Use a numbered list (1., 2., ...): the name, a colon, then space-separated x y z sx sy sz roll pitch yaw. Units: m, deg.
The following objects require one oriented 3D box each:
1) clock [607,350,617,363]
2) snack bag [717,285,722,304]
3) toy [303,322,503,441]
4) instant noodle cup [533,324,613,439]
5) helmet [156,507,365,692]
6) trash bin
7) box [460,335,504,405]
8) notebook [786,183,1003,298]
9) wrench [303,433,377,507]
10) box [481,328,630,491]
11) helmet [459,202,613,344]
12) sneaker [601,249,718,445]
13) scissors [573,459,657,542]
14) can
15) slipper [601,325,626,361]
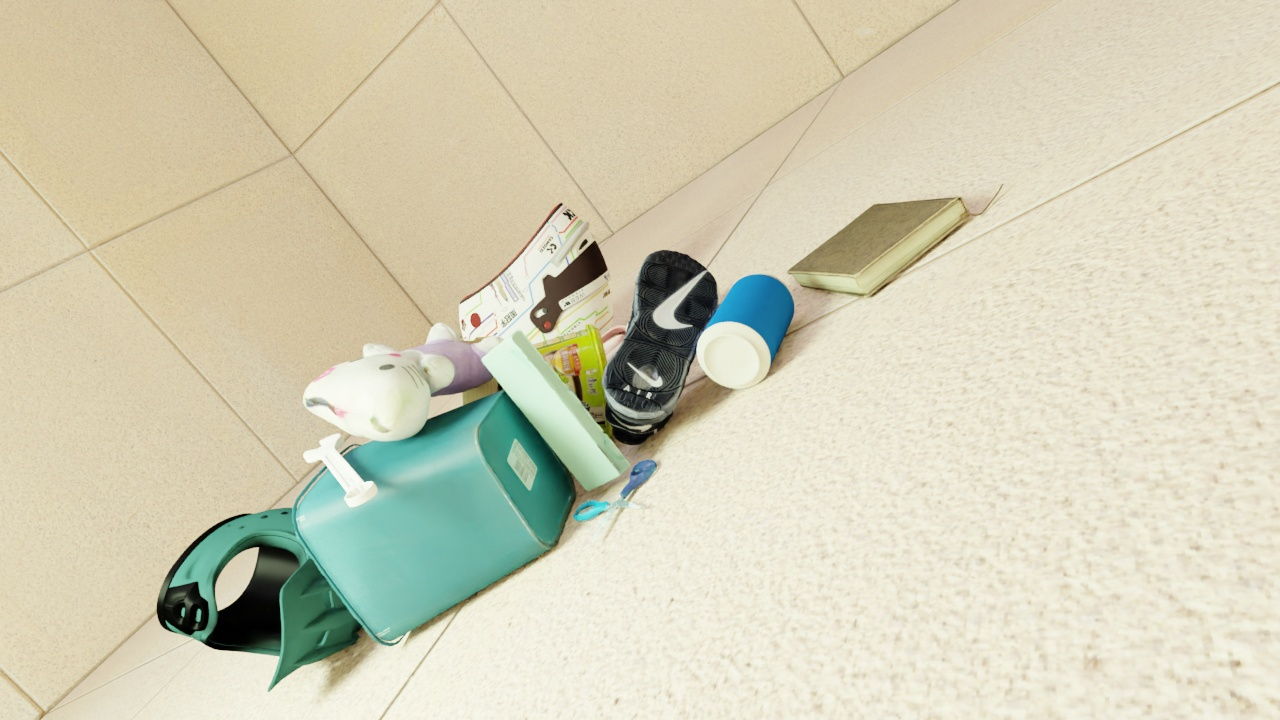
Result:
1. clock: -0.007 0.007 1.241 0.159 0.061 0.120 -39 12 -13
2. snack bag: 0.060 -0.083 1.343 0.116 0.036 0.077 -18 0 11
3. toy: -0.252 0.023 0.996 0.138 0.086 0.208 14 27 30
4. instant noodle cup: -0.089 0.034 1.127 0.098 0.146 0.146 -10 10 -7
5. helmet: -0.421 0.278 1.097 0.274 0.200 0.176 -31 -49 -80
6. trash bin: -0.208 0.156 0.995 0.219 0.199 0.196 -27 15 17
7. box: -0.184 0.061 1.202 0.092 0.128 0.249 -1 -14 -8
8. notebook: 0.281 -0.143 1.047 0.190 0.034 0.215 -37 12 -3
9. wrench: -0.312 0.111 0.951 0.047 0.009 0.274 -32 19 -21
10. box: -0.081 0.045 0.992 0.078 0.187 0.112 -36 4 25
11. helmet: -0.161 -0.087 1.603 0.315 0.236 0.230 -43 7 13
12. sneaker: 0.019 -0.004 1.061 0.151 0.097 0.251 106 -177 -51
13. scissors: -0.020 0.135 0.915 0.126 0.014 0.128 -40 11 -22
14. can: 0.118 -0.035 1.002 0.079 0.079 0.145 -29 15 34
15. slipper: -0.045 -0.016 1.424 0.106 0.055 0.222 -39 6 -6
